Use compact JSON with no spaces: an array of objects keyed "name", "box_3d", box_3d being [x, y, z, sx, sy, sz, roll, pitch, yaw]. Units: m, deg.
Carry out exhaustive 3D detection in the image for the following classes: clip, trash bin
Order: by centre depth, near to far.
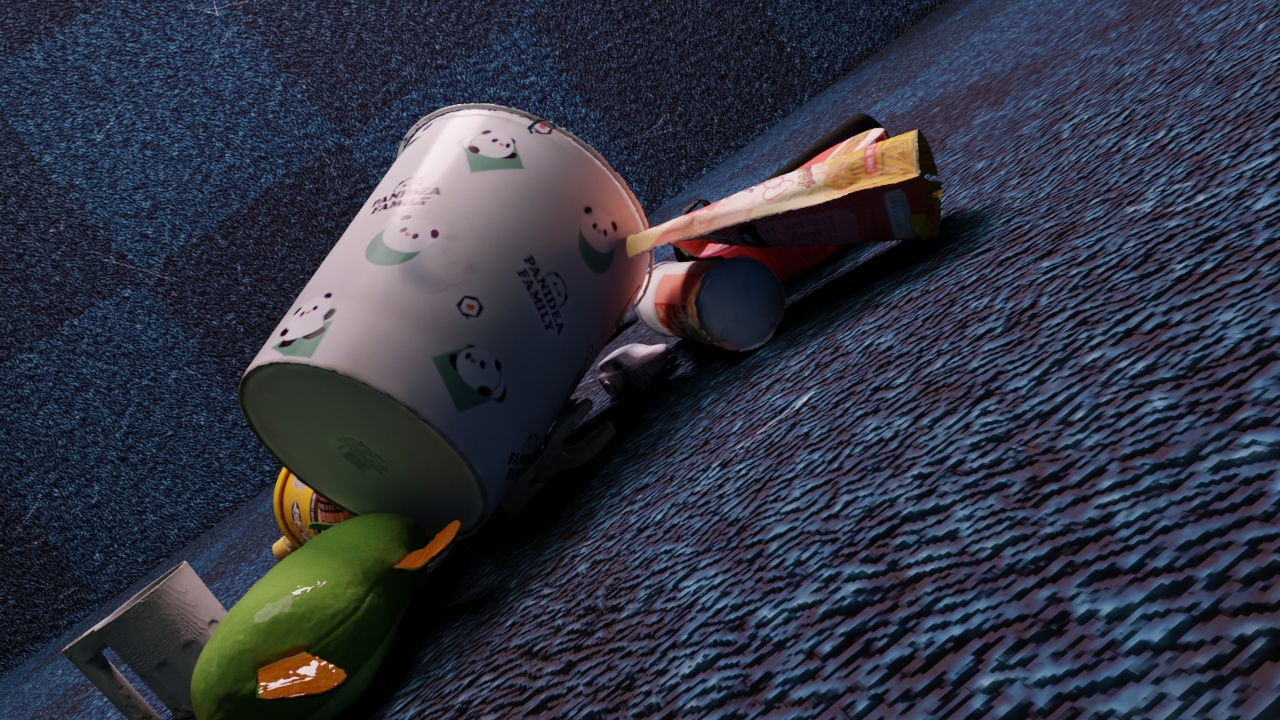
[{"name":"trash bin","box_3d":[-0.138,-0.023,0.674,0.230,0.229,0.251,-25,29,44]},{"name":"clip","box_3d":[-0.065,0.073,0.692,0.100,0.034,0.070,-43,11,1]}]

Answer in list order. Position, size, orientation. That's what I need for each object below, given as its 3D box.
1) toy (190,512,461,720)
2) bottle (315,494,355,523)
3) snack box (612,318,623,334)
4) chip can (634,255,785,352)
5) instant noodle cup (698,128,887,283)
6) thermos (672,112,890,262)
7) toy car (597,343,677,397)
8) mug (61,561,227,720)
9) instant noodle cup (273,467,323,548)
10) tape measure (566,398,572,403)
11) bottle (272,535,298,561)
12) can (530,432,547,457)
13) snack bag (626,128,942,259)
[{"name":"toy","box_3d":[-0.194,0.158,0.548,0.227,0.090,0.246,-32,7,15]},{"name":"bottle","box_3d":[-0.231,0.102,0.732,0.067,0.149,0.066,-11,20,4]},{"name":"snack box","box_3d":[-0.092,-0.074,1.158,0.118,0.117,0.106,-8,-7,-18]},{"name":"chip can","box_3d":[0.050,-0.049,0.754,0.071,0.071,0.215,-36,10,-7]},{"name":"instant noodle cup","box_3d":[0.146,-0.127,0.822,0.194,0.066,0.193,-35,9,6]},{"name":"thermos","box_3d":[0.143,-0.168,0.941,0.242,0.090,0.068,-35,23,-8]},{"name":"toy car","box_3d":[-0.005,0.005,0.797,0.042,0.034,0.091,-37,11,-29]},{"name":"mug","box_3d":[-0.401,0.246,0.771,0.124,0.103,0.083,-35,10,4]},{"name":"instant noodle cup","box_3d":[-0.263,0.131,0.843,0.118,0.118,0.115,-41,20,-28]},{"name":"tape measure","box_3d":[-0.093,0.041,0.921,0.057,0.029,0.060,-34,10,13]},{"name":"bottle","box_3d":[-0.302,0.151,0.994,0.219,0.065,0.065,-35,10,4]},{"name":"can","box_3d":[-0.134,0.084,0.772,0.059,0.058,0.116,-24,16,48]},{"name":"snack bag","box_3d":[0.106,-0.104,0.662,0.208,0.073,0.128,-9,3,28]}]
